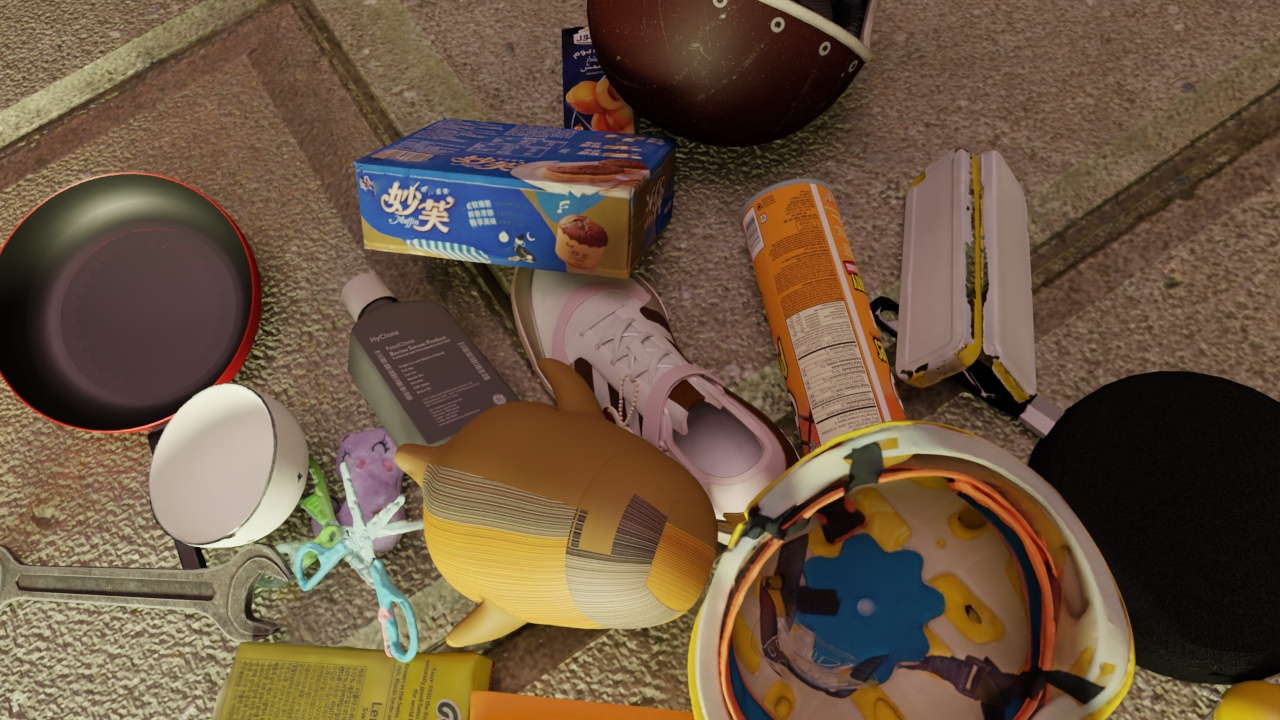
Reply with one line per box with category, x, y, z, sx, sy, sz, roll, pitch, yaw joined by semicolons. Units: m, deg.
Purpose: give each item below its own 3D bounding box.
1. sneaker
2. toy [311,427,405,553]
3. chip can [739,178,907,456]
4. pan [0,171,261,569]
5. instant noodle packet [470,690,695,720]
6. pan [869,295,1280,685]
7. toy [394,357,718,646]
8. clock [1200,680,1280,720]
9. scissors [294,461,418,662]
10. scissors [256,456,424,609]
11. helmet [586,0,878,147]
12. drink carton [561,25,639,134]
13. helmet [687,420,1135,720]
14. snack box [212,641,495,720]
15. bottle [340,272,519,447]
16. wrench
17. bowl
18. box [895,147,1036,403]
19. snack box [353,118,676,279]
sneaker;-0.004;0.004;0.646;0.111;0.116;0.294;-36;66;-9
toy;-0.206;0.095;0.679;0.080;0.036;0.099;-12;65;14
chip can;0.132;-0.022;0.662;0.075;0.075;0.214;-12;65;2
pan;-0.381;0.022;0.720;0.209;0.067;0.356;-21;81;-4
instant noodle packet;-0.035;0.320;0.545;0.160;0.032;0.220;7;66;-5
pan;0.303;0.056;0.621;0.356;0.044;0.203;39;76;20
toy;-0.037;0.100;0.566;0.204;0.162;0.198;5;72;46
clock;0.397;0.239;0.521;0.152;0.052;0.113;2;66;5
scissors;-0.189;0.136;0.608;0.136;0.015;0.135;-19;81;32
scissors;-0.216;0.118;0.649;0.171;0.028;0.138;-9;70;21
helmet;0.084;-0.290;0.699;0.234;0.233;0.254;31;105;57
drink carton;-0.036;-0.233;0.800;0.064;0.040;0.129;-6;65;5
helmet;0.145;0.152;0.549;0.240;0.139;0.209;-44;81;8
snack box;-0.194;0.251;0.603;0.181;0.045;0.121;0;65;10
bottle;-0.171;0.002;0.693;0.083;0.046;0.174;-22;60;-36
wrench;-0.377;0.165;0.668;0.273;0.010;0.070;-1;89;12
bowl;-0.281;0.078;0.649;0.114;0.063;0.113;-8;70;22
box;0.231;-0.062;0.666;0.080;0.079;0.208;-19;43;37
snack box;-0.087;-0.130;0.702;0.203;0.069;0.154;7;27;11
